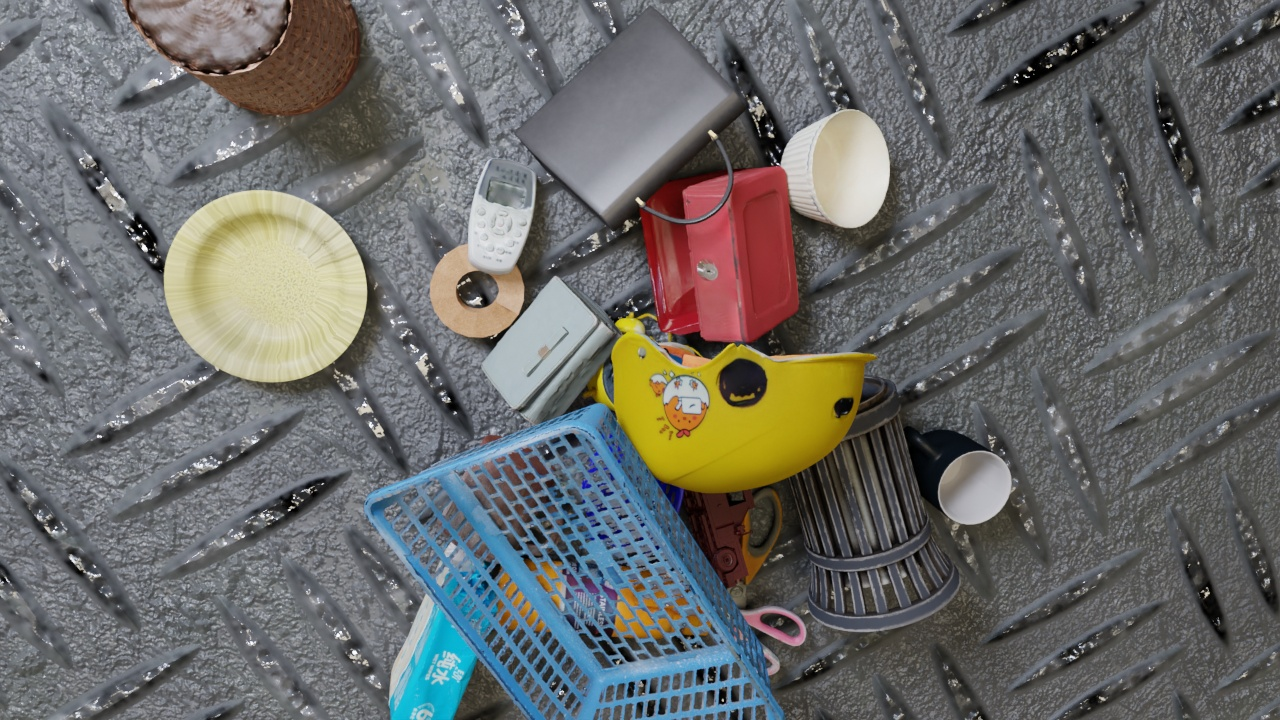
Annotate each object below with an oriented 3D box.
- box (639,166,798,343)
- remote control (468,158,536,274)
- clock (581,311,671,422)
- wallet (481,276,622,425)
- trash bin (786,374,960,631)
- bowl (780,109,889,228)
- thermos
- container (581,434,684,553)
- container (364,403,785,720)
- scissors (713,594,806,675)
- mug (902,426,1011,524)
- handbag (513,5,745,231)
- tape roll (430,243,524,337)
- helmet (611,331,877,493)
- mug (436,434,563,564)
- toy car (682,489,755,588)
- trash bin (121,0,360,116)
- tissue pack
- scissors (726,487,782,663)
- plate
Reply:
[{"bbox_3d":[0.093,-0.107,0.904,0.136,0.127,0.157,-20,108,-31],"label":"box"},{"bbox_3d":[-0.137,-0.141,0.902,0.060,0.028,0.114,15,78,-14],"label":"remote control"},{"bbox_3d":[-0.006,0.006,0.953,0.083,0.057,0.118,38,74,-21],"label":"clock"},{"bbox_3d":[-0.090,-0.009,0.921,0.100,0.054,0.132,43,96,27],"label":"wallet"},{"bbox_3d":[0.229,0.143,0.977,0.164,0.164,0.227,-19,101,-4],"label":"trash bin"},{"bbox_3d":[0.190,-0.191,0.927,0.115,0.063,0.115,-5,98,-36],"label":"bowl"},{"bbox_3d":[-0.038,0.262,0.990,0.232,0.091,0.076,6,98,-7],"label":"thermos"},{"bbox_3d":[-0.012,0.136,0.959,0.084,0.113,0.085,15,100,-12],"label":"container"},{"bbox_3d":[-0.048,0.209,0.849,0.258,0.089,0.362,-21,113,28],"label":"container"},{"bbox_3d":[0.098,0.305,1.056,0.178,0.016,0.101,26,107,-8],"label":"scissors"},{"bbox_3d":[0.335,0.114,1.016,0.121,0.094,0.085,39,94,-15],"label":"mug"},{"bbox_3d":[0.013,-0.198,0.847,0.176,0.072,0.195,-43,61,2],"label":"handbag"},{"bbox_3d":[-0.165,-0.072,0.932,0.094,0.027,0.094,-2,103,-8],"label":"tape roll"},{"bbox_3d":[0.089,0.054,0.843,0.240,0.209,0.139,5,88,16],"label":"helmet"},{"bbox_3d":[-0.133,0.150,0.955,0.123,0.096,0.110,28,101,-11],"label":"mug"},{"bbox_3d":[0.080,0.152,0.981,0.061,0.070,0.169,-14,85,-22],"label":"toy car"},{"bbox_3d":[-0.325,-0.284,0.765,0.151,0.210,0.151,-2,104,-8],"label":"trash bin"},{"bbox_3d":[-0.206,0.290,0.965,0.066,0.117,0.209,20,100,-18],"label":"tissue pack"},{"bbox_3d":[0.100,0.250,1.054,0.114,0.016,0.229,5,104,-9],"label":"scissors"},{"bbox_3d":[-0.361,-0.073,0.898,0.184,0.036,0.184,-2,103,-8],"label":"plate"}]
